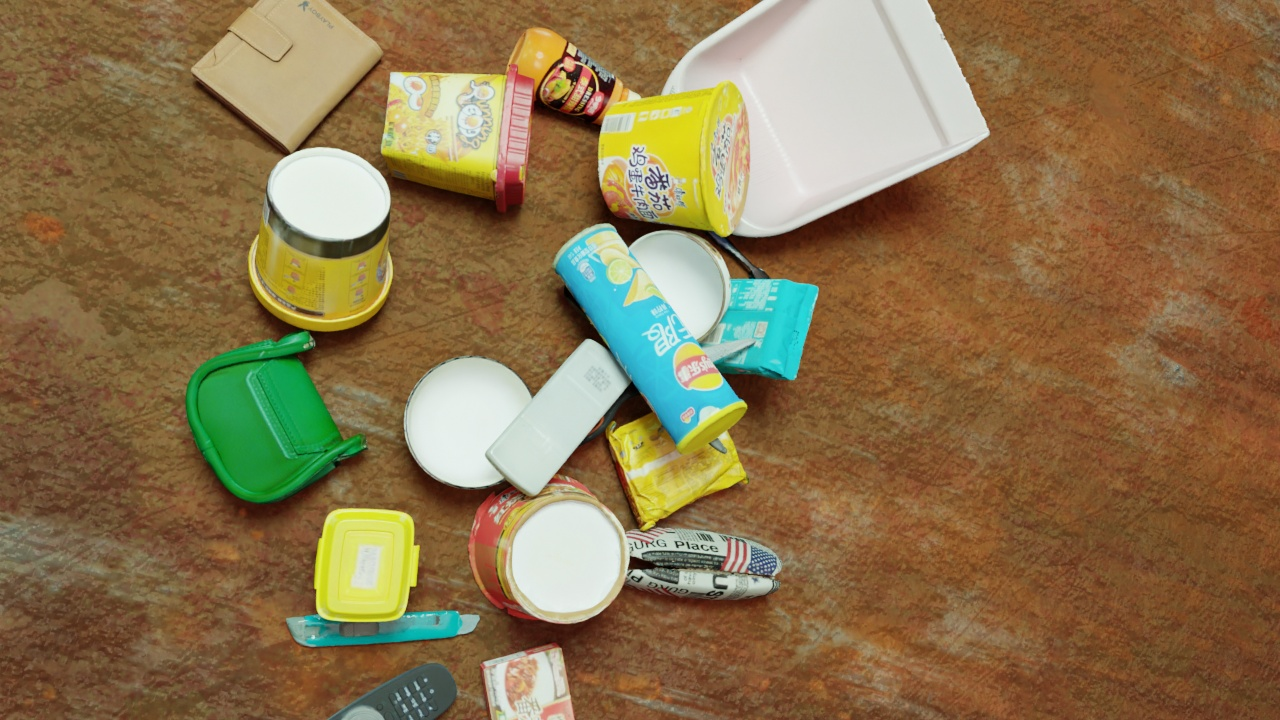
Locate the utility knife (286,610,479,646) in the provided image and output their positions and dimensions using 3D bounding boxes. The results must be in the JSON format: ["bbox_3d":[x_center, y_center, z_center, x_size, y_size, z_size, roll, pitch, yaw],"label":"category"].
[{"bbox_3d":[-0.226,0.236,0.813,0.166,0.013,0.029,2,86,-18],"label":"utility knife"}]

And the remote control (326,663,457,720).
[{"bbox_3d":[-0.226,0.312,0.801,0.136,0.024,0.053,-28,96,-17],"label":"remote control"}]

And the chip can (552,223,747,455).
[{"bbox_3d":[0.005,-0.021,0.813,0.071,0.071,0.210,-29,72,-19],"label":"chip can"}]

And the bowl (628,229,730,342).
[{"bbox_3d":[0.039,-0.072,0.892,0.062,0.114,0.113,-28,96,-62],"label":"bowl"}]

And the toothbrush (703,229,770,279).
[{"bbox_3d":[0.071,-0.136,0.946,0.189,0.016,0.014,43,77,-8],"label":"toothbrush"}]

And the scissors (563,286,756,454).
[{"bbox_3d":[-0.008,0.009,0.860,0.234,0.021,0.220,-27,74,6],"label":"scissors"}]

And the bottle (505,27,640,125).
[{"bbox_3d":[-0.054,-0.263,0.891,0.149,0.067,0.066,23,79,-22],"label":"bottle"}]

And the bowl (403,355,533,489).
[{"bbox_3d":[-0.155,0.057,0.824,0.116,0.066,0.116,2,84,-19],"label":"bowl"}]

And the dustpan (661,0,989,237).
[{"bbox_3d":[0.157,-0.241,0.882,0.138,0.274,0.222,-31,93,-48],"label":"dustpan"}]

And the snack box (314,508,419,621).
[{"bbox_3d":[-0.233,0.171,0.781,0.082,0.080,0.091,6,83,-17],"label":"snack box"}]

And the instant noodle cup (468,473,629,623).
[{"bbox_3d":[-0.076,0.172,0.819,0.137,0.109,0.138,1,85,-19],"label":"instant noodle cup"}]

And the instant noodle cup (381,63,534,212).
[{"bbox_3d":[-0.162,-0.203,0.826,0.123,0.116,0.116,6,84,-6],"label":"instant noodle cup"}]

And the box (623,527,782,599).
[{"bbox_3d":[0.061,0.188,0.888,0.163,0.075,0.082,11,71,-15],"label":"box"}]

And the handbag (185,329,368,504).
[{"bbox_3d":[-0.309,0.049,0.772,0.120,0.068,0.131,-29,95,-19],"label":"handbag"}]

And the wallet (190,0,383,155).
[{"bbox_3d":[-0.313,-0.265,0.818,0.108,0.031,0.131,40,73,-13],"label":"wallet"}]

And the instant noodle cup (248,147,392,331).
[{"bbox_3d":[-0.260,-0.103,0.758,0.118,0.115,0.118,10,57,-17],"label":"instant noodle cup"}]

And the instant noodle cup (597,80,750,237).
[{"bbox_3d":[0.031,-0.185,0.849,0.110,0.138,0.138,4,82,23],"label":"instant noodle cup"}]

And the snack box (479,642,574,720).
[{"bbox_3d":[-0.097,0.344,0.842,0.075,0.025,0.153,-10,88,-19],"label":"snack box"}]

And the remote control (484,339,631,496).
[{"bbox_3d":[-0.070,0.048,0.807,0.058,0.021,0.149,43,63,-5],"label":"remote control"}]

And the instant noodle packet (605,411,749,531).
[{"bbox_3d":[0.037,0.092,0.898,0.128,0.044,0.111,-22,91,-21],"label":"instant noodle packet"}]

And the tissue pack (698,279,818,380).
[{"bbox_3d":[0.111,-0.031,0.885,0.050,0.134,0.093,21,83,-32],"label":"tissue pack"}]
